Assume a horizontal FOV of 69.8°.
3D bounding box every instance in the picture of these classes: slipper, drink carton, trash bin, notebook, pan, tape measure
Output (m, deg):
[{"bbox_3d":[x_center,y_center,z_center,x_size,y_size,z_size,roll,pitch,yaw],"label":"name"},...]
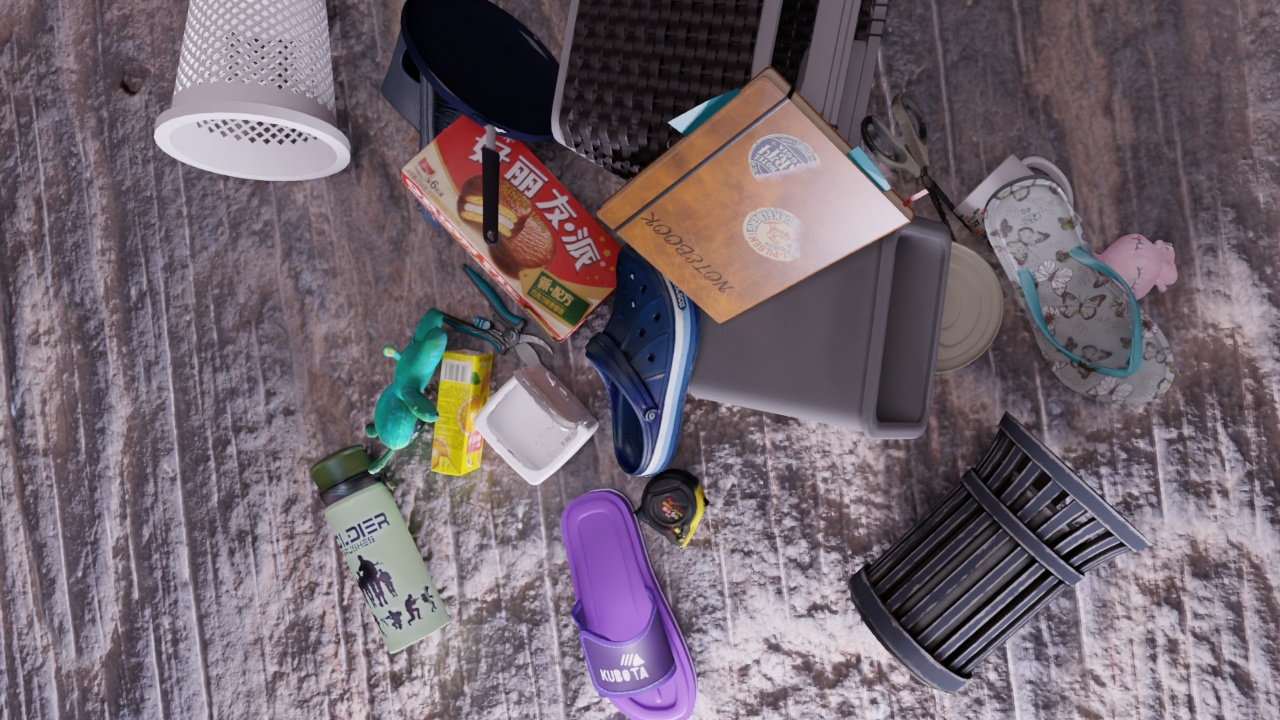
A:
[{"bbox_3d":[-0.005,0.005,0.926,0.095,0.105,0.253,-7,112,-24],"label":"slipper"},{"bbox_3d":[-0.198,0.057,1.023,0.043,0.058,0.134,9,95,12],"label":"drink carton"},{"bbox_3d":[0.397,-0.046,0.838,0.098,0.054,0.269,-32,109,29],"label":"slipper"},{"bbox_3d":[0.161,-0.039,0.864,0.220,0.097,0.192,10,95,49],"label":"trash bin"},{"bbox_3d":[-0.419,-0.326,1.007,0.196,0.195,0.199,-3,82,13],"label":"trash bin"},{"bbox_3d":[0.083,-0.131,0.760,0.178,0.014,0.250,40,144,-17],"label":"notebook"},{"bbox_3d":[-0.023,0.273,0.977,0.107,0.084,0.266,-17,88,13],"label":"slipper"},{"bbox_3d":[-0.242,-0.280,1.002,0.082,0.101,0.263,3,96,12],"label":"slipper"},{"bbox_3d":[-0.147,-0.239,0.892,0.021,0.198,0.355,-41,42,37],"label":"pan"},{"bbox_3d":[0.322,0.186,0.860,0.164,0.164,0.228,44,104,8],"label":"trash bin"},{"bbox_3d":[0.035,0.154,0.982,0.071,0.042,0.072,34,103,11],"label":"tape measure"}]

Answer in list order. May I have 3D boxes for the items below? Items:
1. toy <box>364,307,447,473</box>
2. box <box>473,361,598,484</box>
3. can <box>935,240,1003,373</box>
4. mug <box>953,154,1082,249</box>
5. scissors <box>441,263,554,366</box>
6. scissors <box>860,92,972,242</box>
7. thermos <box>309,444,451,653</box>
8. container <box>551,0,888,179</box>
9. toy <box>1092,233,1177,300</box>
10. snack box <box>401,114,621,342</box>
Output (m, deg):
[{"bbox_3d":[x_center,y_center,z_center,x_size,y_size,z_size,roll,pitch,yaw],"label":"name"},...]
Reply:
[{"bbox_3d":[-0.260,0.031,1.012,0.072,0.130,0.194,14,119,-27],"label":"toy"},{"bbox_3d":[-0.108,0.063,0.960,0.108,0.136,0.128,45,101,0],"label":"box"},{"bbox_3d":[0.283,-0.052,0.900,0.128,0.073,0.128,0,92,13],"label":"can"},{"bbox_3d":[0.371,-0.149,0.883,0.105,0.073,0.089,-42,82,-15],"label":"mug"},{"bbox_3d":[-0.169,-0.048,1.033,0.156,0.019,0.124,-1,94,11],"label":"scissors"},{"bbox_3d":[0.275,-0.195,0.903,0.158,0.013,0.162,20,63,-27],"label":"scissors"},{"bbox_3d":[-0.296,0.207,1.043,0.082,0.082,0.231,-28,85,12],"label":"thermos"},{"bbox_3d":[0.084,-0.279,0.855,0.244,0.245,0.247,12,94,16],"label":"container"},{"bbox_3d":[0.452,-0.087,0.875,0.110,0.047,0.063,-7,82,16],"label":"toy"},{"bbox_3d":[-0.125,-0.141,0.953,0.113,0.060,0.236,-45,98,-12],"label":"snack box"}]
